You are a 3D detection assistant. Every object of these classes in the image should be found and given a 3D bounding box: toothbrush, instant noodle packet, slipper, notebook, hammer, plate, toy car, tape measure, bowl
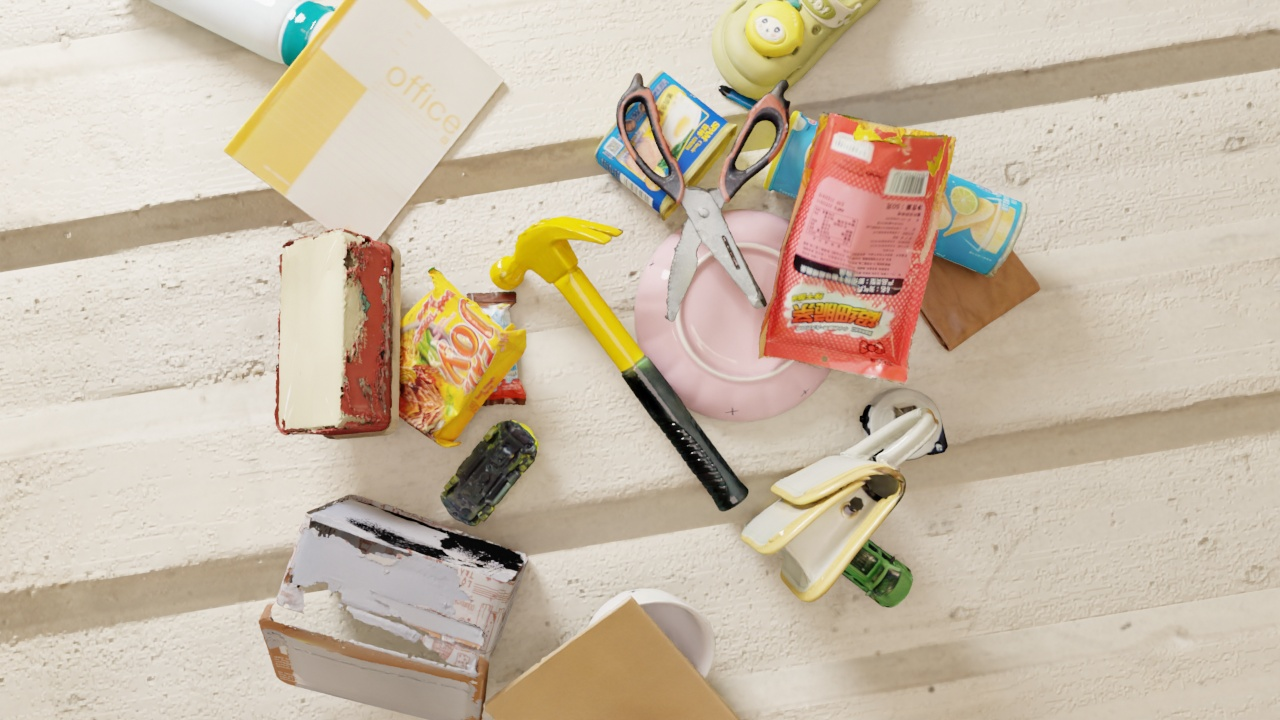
[{"bbox_3d":[0.155,-0.205,0.829,0.189,0.016,0.014,28,77,2],"label":"toothbrush"},{"bbox_3d":[-0.171,-0.001,0.793,0.111,0.044,0.128,37,99,12],"label":"instant noodle packet"},{"bbox_3d":[0.145,-0.316,0.801,0.190,0.081,0.091,-41,86,-4],"label":"slipper"},{"bbox_3d":[-0.011,0.302,0.765,0.148,0.008,0.208,-36,116,0],"label":"notebook"},{"bbox_3d":[-0.005,0.005,0.795,0.129,0.032,0.301,-32,98,40],"label":"hammer"},{"bbox_3d":[0.090,-0.041,0.811,0.192,0.039,0.192,0,88,0],"label":"plate"},{"bbox_3d":[-0.132,0.098,0.811,0.048,0.032,0.105,40,100,1],"label":"toy car"},{"bbox_3d":[0.230,0.057,0.811,0.066,0.033,0.066,-16,88,-2],"label":"tape measure"},{"bbox_3d":[-0.237,-0.215,0.802,0.146,0.010,0.206,39,88,-25],"label":"notebook"},{"bbox_3d":[-0.002,0.236,0.782,0.118,0.064,0.118,-6,113,-14],"label":"bowl"},{"bbox_3d":[0.198,0.180,0.807,0.091,0.036,0.043,37,87,-3],"label":"toy car"}]

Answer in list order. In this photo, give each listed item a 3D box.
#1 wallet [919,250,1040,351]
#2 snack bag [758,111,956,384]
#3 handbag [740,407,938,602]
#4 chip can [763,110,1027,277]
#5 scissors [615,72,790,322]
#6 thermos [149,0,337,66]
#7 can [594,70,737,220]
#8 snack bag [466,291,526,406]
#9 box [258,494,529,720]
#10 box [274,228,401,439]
[{"bbox_3d":[0.284,-0.082,0.824,0.101,0.020,0.115,-35,86,-2],"label":"wallet"},{"bbox_3d":[0.175,-0.087,0.743,0.128,0.073,0.208,10,109,4],"label":"snack bag"},{"bbox_3d":[0.162,0.102,0.745,0.063,0.163,0.178,43,87,2],"label":"handbag"},{"bbox_3d":[0.216,-0.143,0.789,0.210,0.071,0.071,23,88,6],"label":"chip can"},{"bbox_3d":[0.049,-0.144,0.764,0.189,0.015,0.225,27,92,8],"label":"scissors"},{"bbox_3d":[-0.361,-0.321,0.809,0.224,0.073,0.073,26,88,0],"label":"thermos"},{"bbox_3d":[0.021,-0.190,0.808,0.083,0.057,0.102,40,89,3],"label":"can"},{"bbox_3d":[-0.129,-0.010,0.817,0.048,0.026,0.104,-3,88,-9],"label":"snack bag"},{"bbox_3d":[-0.201,0.222,0.750,0.182,0.150,0.166,19,90,1],"label":"box"},{"bbox_3d":[-0.258,-0.021,0.768,0.091,0.078,0.168,-7,80,29],"label":"box"}]
